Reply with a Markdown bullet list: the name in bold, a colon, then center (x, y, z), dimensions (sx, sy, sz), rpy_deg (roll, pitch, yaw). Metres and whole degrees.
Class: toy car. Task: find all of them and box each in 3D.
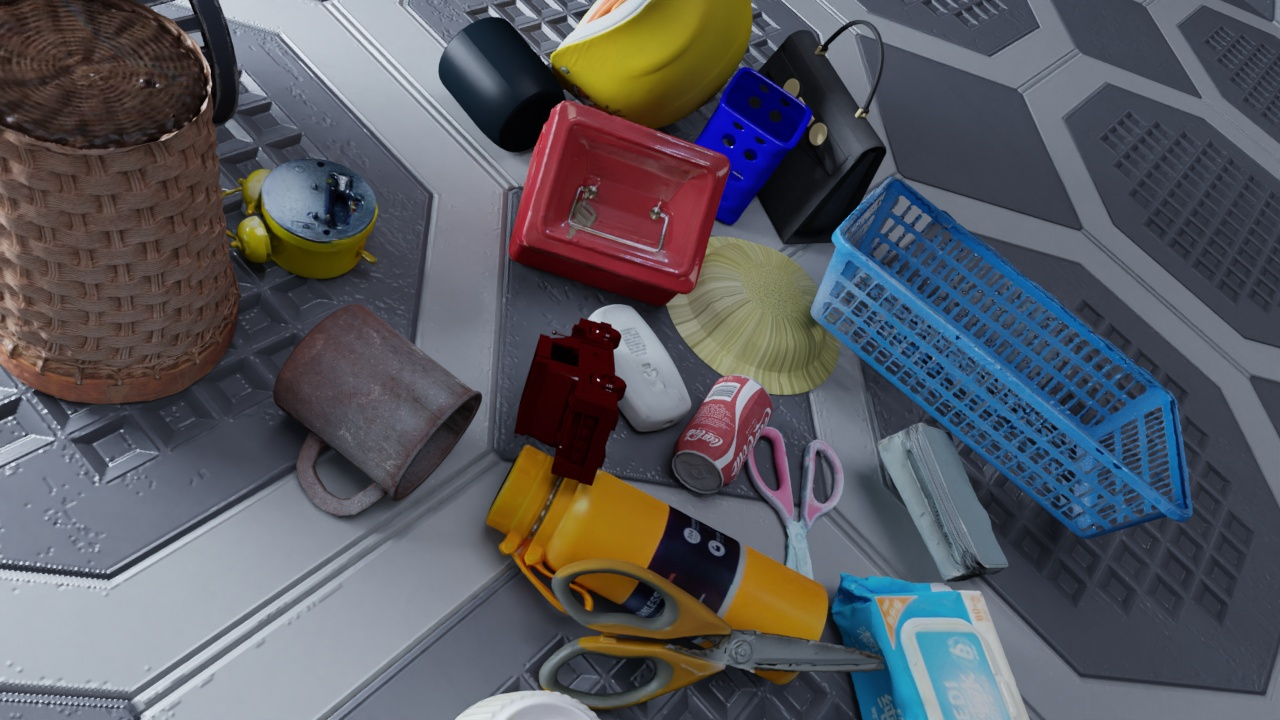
- **toy car**: center (-0.050, 0.020, 0.649), dimensions (0.062, 0.070, 0.169), rpy_deg (16, 19, -9)

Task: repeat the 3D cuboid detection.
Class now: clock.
- **clock**: center (-0.257, -0.108, 0.692), dimensions (0.118, 0.057, 0.083), rpy_deg (6, 54, -23)

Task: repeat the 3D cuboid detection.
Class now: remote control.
- **remote control**: center (-0.004, 0.004, 0.752), dimensions (0.060, 0.028, 0.114), rpy_deg (-17, 65, -34)

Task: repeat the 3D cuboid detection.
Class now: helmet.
- **helmet**: center (0.021, -0.314, 0.902), dimensions (0.139, 0.209, 0.239), rpy_deg (43, 9, -18)

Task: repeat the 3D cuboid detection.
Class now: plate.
- **plate**: center (0.114, -0.056, 0.851), dimensions (0.184, 0.036, 0.184), rpy_deg (13, 51, -17)

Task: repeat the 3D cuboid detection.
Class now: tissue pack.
- **tissue pack**: center (0.215, 0.249, 0.657), dimensions (0.117, 0.066, 0.209), rpy_deg (6, 52, -24)

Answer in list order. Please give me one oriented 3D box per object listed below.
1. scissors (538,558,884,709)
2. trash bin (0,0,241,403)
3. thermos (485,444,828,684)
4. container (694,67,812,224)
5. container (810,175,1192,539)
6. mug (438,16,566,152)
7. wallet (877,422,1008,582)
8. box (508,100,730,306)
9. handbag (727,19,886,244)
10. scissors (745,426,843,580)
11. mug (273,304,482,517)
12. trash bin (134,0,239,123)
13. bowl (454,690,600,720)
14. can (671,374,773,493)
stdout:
- **scissors**: center (0.047, 0.194, 0.591), dimensions (0.229, 0.016, 0.114), rpy_deg (14, 95, -5)
- **trash bin**: center (-0.316, -0.089, 0.546), dimensions (0.151, 0.211, 0.151), rpy_deg (13, 52, -18)
- **thermos**: center (0.008, 0.141, 0.623), dimensions (0.232, 0.076, 0.091), rpy_deg (28, 43, -5)
- **container**: center (0.096, -0.208, 0.903), dimensions (0.084, 0.114, 0.084), rpy_deg (33, 48, -3)
- **container**: center (0.325, -0.006, 0.855), dimensions (0.362, 0.089, 0.256), rpy_deg (40, 34, 6)
- **mug**: center (-0.117, -0.252, 0.862), dimensions (0.094, 0.085, 0.121), rpy_deg (52, 22, 15)
- **wallet**: center (0.252, 0.120, 0.764), dimensions (0.100, 0.054, 0.131), rpy_deg (15, 46, -52)
- **box**: center (-0.026, -0.127, 0.790), dimensions (0.157, 0.127, 0.137), rpy_deg (17, 87, -17)
- **handbag**: center (0.183, -0.249, 0.922), dimensions (0.072, 0.196, 0.175), rpy_deg (-6, 59, -30)
- **scissors**: center (0.138, 0.135, 0.737), dimensions (0.101, 0.016, 0.178), rpy_deg (9, 52, -21)
- **mug**: center (-0.184, 0.039, 0.609), dimensions (0.110, 0.096, 0.122), rpy_deg (36, 79, 9)
- **trash bin**: center (-0.424, -0.208, 0.620), dimensions (0.226, 0.165, 0.164), rpy_deg (-34, 75, -36)
- **bowl**: center (-0.061, 0.241, 0.525), dimensions (0.115, 0.063, 0.115), rpy_deg (13, 51, -18)
- **can**: center (0.065, 0.058, 0.731), dimensions (0.054, 0.054, 0.096), rpy_deg (36, 48, 2)
